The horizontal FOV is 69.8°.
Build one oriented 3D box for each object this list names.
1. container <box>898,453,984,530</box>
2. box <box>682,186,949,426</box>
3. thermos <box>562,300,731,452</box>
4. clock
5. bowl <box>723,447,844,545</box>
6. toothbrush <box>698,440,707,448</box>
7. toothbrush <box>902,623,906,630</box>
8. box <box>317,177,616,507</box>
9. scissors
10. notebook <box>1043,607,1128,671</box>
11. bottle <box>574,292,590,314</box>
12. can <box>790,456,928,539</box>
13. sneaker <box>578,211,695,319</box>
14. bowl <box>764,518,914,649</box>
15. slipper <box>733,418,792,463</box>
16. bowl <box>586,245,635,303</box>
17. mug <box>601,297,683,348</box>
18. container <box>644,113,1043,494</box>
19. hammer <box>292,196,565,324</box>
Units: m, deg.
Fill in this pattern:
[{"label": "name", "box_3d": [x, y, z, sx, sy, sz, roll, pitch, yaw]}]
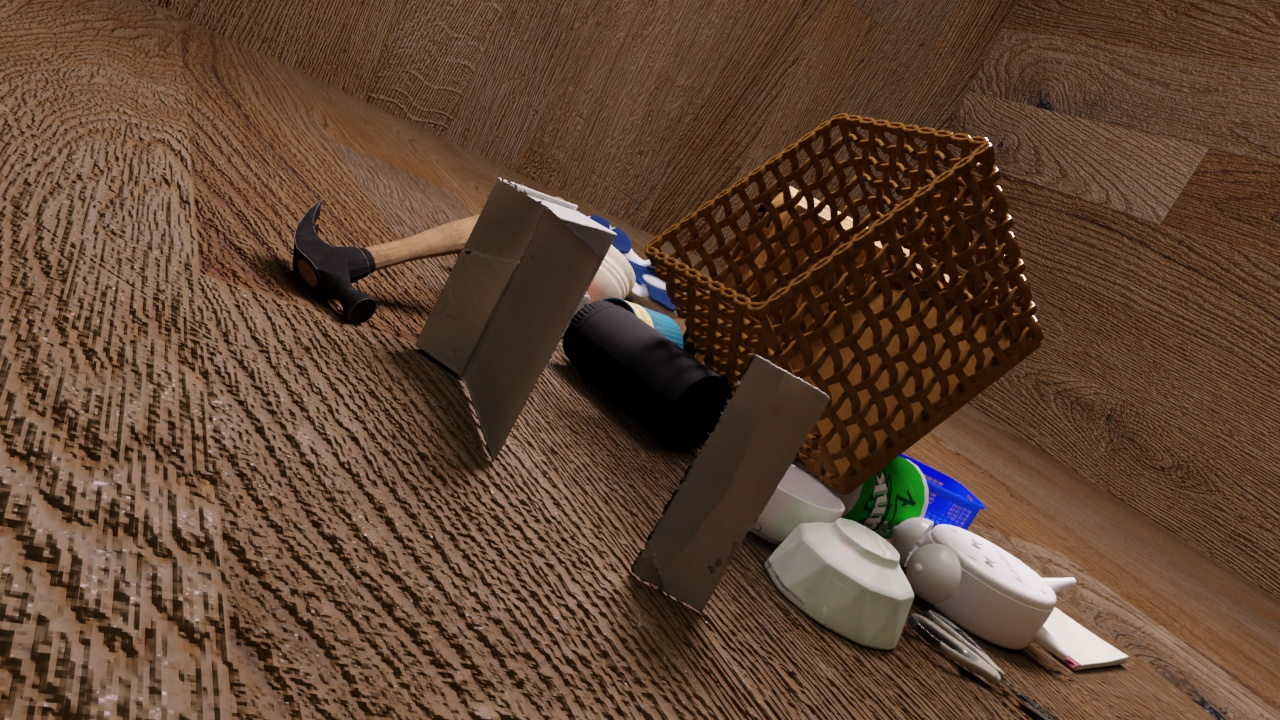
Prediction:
[{"label": "container", "box_3d": [0.348, 0.167, 1.122, 0.114, 0.058, 0.096, 25, 12, -12]}, {"label": "box", "box_3d": [0.204, -0.041, 1.132, 0.245, 0.280, 0.167, 25, 22, -11]}, {"label": "thermos", "box_3d": [-0.006, 0.006, 0.948, 0.086, 0.086, 0.198, 14, 18, -48]}, {"label": "clock", "box_3d": [0.321, 0.203, 0.862, 0.161, 0.073, 0.125, 26, 13, -3]}, {"label": "bowl", "box_3d": [0.120, 0.125, 0.801, 0.105, 0.054, 0.104, 25, 10, -5]}, {"label": "toothbrush", "box_3d": [0.051, 0.055, 1.035, 0.016, 0.016, 0.189, 24, 12, -15]}, {"label": "toothbrush", "box_3d": [0.175, 0.176, 0.806, 0.015, 0.015, 0.184, 17, 16, -30]}, {"label": "box", "box_3d": [-0.109, -0.039, 0.695, 0.119, 0.166, 0.478, 27, 11, -5]}, {"label": "scissors", "box_3d": [0.276, 0.248, 0.721, 0.154, 0.012, 0.163, 30, 10, -23]}, {"label": "notebook", "box_3d": [0.400, 0.255, 0.982, 0.153, 0.012, 0.209, 15, 17, -44]}, {"label": "bottle", "box_3d": [-0.149, -0.098, 1.130, 0.176, 0.062, 0.062, 31, 12, 16]}, {"label": "can", "box_3d": [0.220, 0.129, 0.925, 0.139, 0.088, 0.088, 19, 15, -37]}, {"label": "sneaker", "box_3d": [-0.052, -0.118, 1.346, 0.269, 0.103, 0.133, 24, -32, -27]}, {"label": "bowl", "box_3d": [0.162, 0.163, 0.713, 0.117, 0.061, 0.117, 26, 12, -6]}, {"label": "slipper", "box_3d": [0.192, 0.102, 1.039, 0.190, 0.092, 0.081, 12, 58, -26]}, {"label": "bowl", "box_3d": [-0.089, -0.102, 1.194, 0.151, 0.075, 0.151, 21, -23, 10]}, {"label": "mug", "box_3d": [-0.002, -0.012, 1.080, 0.107, 0.083, 0.113, 15, 39, -58]}, {"label": "container", "box_3d": [0.189, -0.063, 0.866, 0.214, 0.251, 0.219, 60, -11, -30]}, {"label": "hammer", "box_3d": [-0.189, -0.122, 0.898, 0.132, 0.040, 0.304, 41, 41, 24]}]
